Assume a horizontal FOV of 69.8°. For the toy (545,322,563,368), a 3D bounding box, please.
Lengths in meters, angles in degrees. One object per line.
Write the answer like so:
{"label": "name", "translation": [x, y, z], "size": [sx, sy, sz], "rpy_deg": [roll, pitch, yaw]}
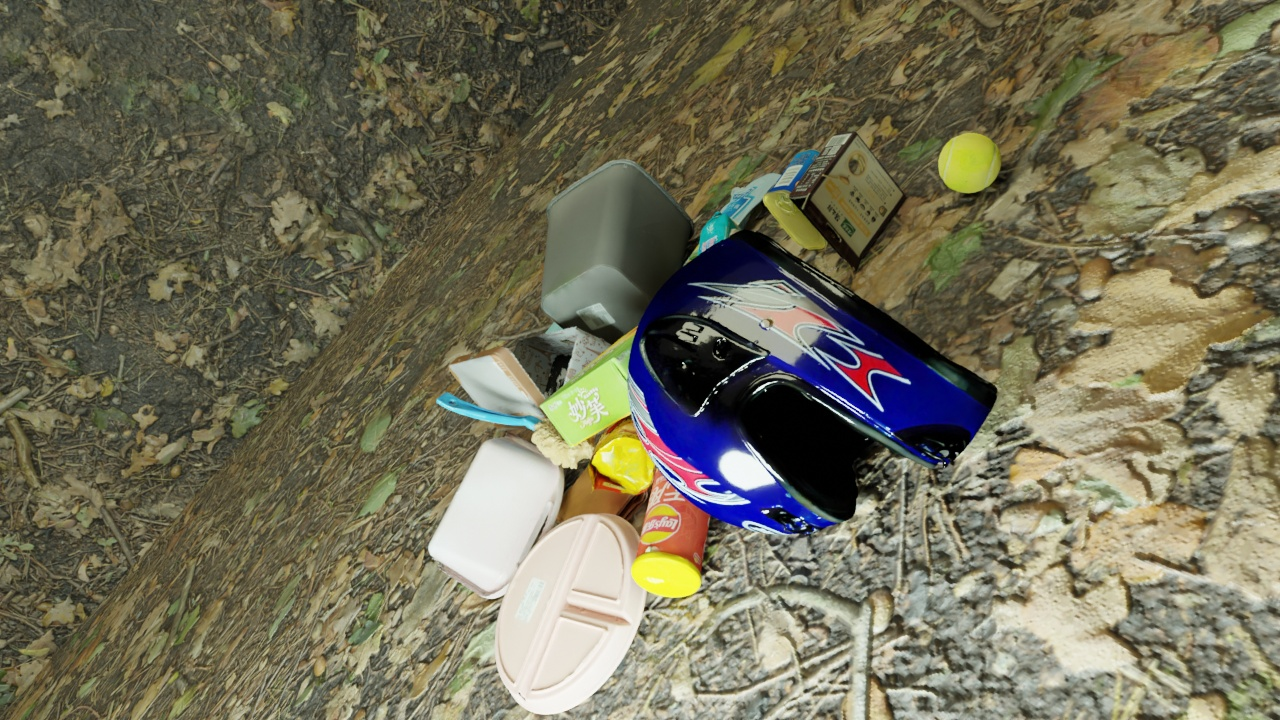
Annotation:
{"label": "toy", "translation": [-0.121, -0.019, 1.495], "size": [0.157, 0.050, 0.161], "rpy_deg": [-23, 42, 28]}

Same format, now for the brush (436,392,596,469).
{"label": "brush", "translation": [-0.166, 0.085, 1.228], "size": [0.255, 0.046, 0.082], "rpy_deg": [15, 33, 24]}

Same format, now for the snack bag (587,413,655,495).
{"label": "snack bag", "translation": [-0.010, 0.092, 1.133], "size": [0.129, 0.073, 0.207], "rpy_deg": [-41, 10, 16]}

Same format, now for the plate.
{"label": "plate", "translation": [-0.084, 0.271, 1.016], "size": [0.230, 0.028, 0.229], "rpy_deg": [-32, 39, 30]}

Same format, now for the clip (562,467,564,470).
{"label": "clip", "translation": [-0.130, 0.168, 1.270], "size": [0.071, 0.034, 0.099], "rpy_deg": [-34, 37, 25]}

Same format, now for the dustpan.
{"label": "dustpan", "translation": [-0.186, 0.219, 1.258], "size": [0.273, 0.139, 0.222], "rpy_deg": [105, -169, -82]}

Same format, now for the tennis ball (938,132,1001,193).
{"label": "tennis ball", "translation": [0.364, -0.218, 1.014], "size": [0.066, 0.065, 0.065], "rpy_deg": [-36, 28, 22]}

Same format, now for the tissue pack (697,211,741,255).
{"label": "tissue pack", "translation": [0.124, -0.133, 1.231], "size": [0.050, 0.093, 0.133], "rpy_deg": [-34, 29, 34]}

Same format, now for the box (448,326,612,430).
{"label": "box", "translation": [-0.171, 0.022, 1.331], "size": [0.183, 0.187, 0.154], "rpy_deg": [-9, 60, 52]}

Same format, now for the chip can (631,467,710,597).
{"label": "chip can", "translation": [0.045, 0.145, 0.986], "size": [0.073, 0.073, 0.216], "rpy_deg": [-28, 31, 35]}

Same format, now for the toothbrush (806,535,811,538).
{"label": "toothbrush", "translation": [0.130, 0.134, 0.936], "size": [0.017, 0.014, 0.189], "rpy_deg": [-52, 25, 7]}

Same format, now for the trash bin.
{"label": "trash bin", "translation": [-0.044, -0.148, 1.410], "size": [0.199, 0.199, 0.219], "rpy_deg": [-26, 39, 34]}

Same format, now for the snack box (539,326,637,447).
{"label": "snack box", "translation": [-0.007, 0.007, 1.152], "size": [0.158, 0.070, 0.209], "rpy_deg": [-32, 6, 43]}

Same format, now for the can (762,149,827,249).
{"label": "can", "translation": [0.219, -0.208, 1.183], "size": [0.083, 0.102, 0.057], "rpy_deg": [-54, 26, -19]}

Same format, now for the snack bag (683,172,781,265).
{"label": "snack bag", "translation": [0.135, -0.206, 1.384], "size": [0.190, 0.039, 0.110], "rpy_deg": [-57, 16, -21]}

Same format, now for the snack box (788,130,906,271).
{"label": "snack box", "translation": [0.245, -0.189, 1.100], "size": [0.125, 0.113, 0.053], "rpy_deg": [-52, 25, -11]}

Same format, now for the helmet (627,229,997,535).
{"label": "helmet", "translation": [0.126, 0.040, 0.833], "size": [0.315, 0.247, 0.240], "rpy_deg": [41, 102, 41]}

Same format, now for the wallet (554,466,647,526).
{"label": "wallet", "translation": [-0.054, 0.181, 1.132], "size": [0.107, 0.031, 0.132], "rpy_deg": [-51, 25, -11]}
